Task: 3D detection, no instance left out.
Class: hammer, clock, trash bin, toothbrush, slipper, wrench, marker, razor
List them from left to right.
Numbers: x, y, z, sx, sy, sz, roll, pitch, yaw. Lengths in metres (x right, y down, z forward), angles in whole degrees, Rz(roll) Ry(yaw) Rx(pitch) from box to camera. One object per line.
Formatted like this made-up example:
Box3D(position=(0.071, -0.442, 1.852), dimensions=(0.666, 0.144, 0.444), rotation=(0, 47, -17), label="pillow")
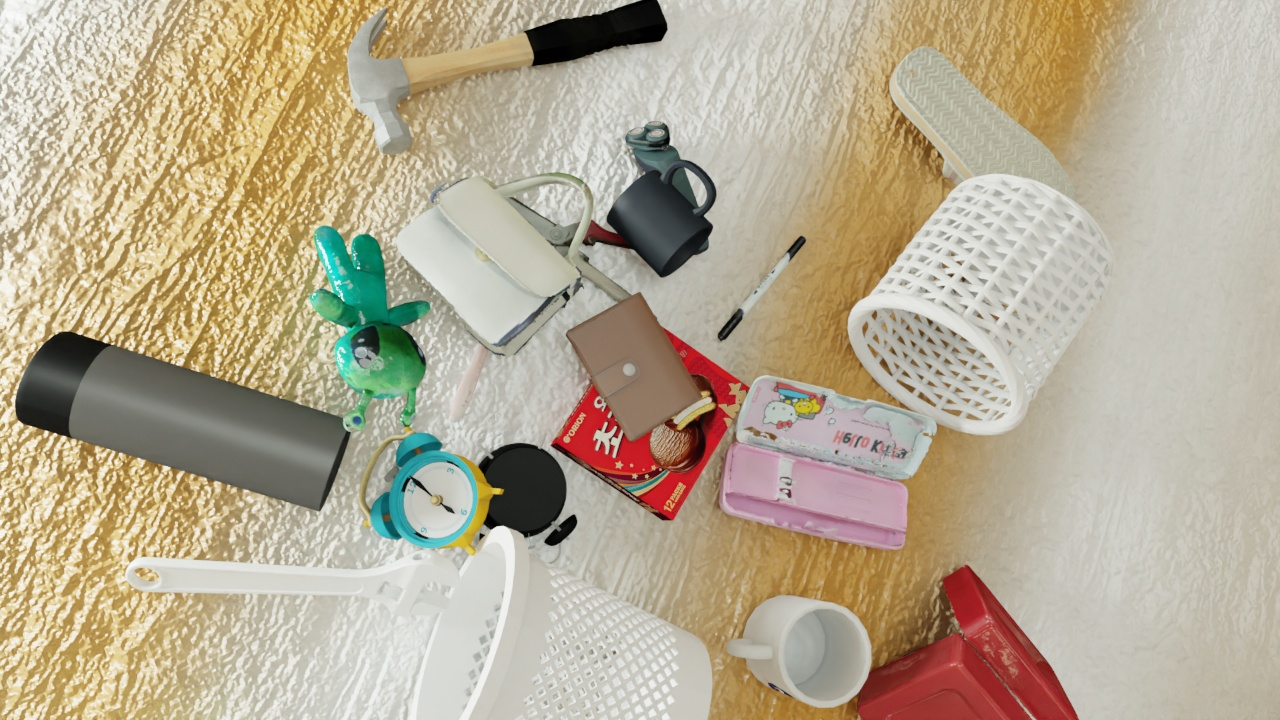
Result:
Box3D(position=(-0.292, 0.187, 0.779), dimensions=(0.273, 0.018, 0.066), rotation=(4, 120, -7), label="wrench")
Box3D(position=(-0.189, 0.118, 0.810), dimensions=(0.130, 0.043, 0.099), rotation=(21, 84, 18), label="clock")
Box3D(position=(-0.145, -0.025, 0.875), dimensions=(0.015, 0.018, 0.181), rotation=(22, 77, -7), label="toothbrush")
Box3D(position=(-0.127, -0.309, 0.918), dimensions=(0.327, 0.039, 0.131), rotation=(-19, 85, -17), label="hammer")
Box3D(position=(-0.107, 0.132, 0.844), dimensions=(0.091, 0.043, 0.120), rotation=(-8, 83, -16), label="clock")
Box3D(position=(-0.060, 0.266, 0.770), dimensions=(0.199, 0.196, 0.195), rotation=(25, 75, -19), label="trash bin")
Box3D(position=(0.032, -0.175, 0.936), dimensions=(0.047, 0.052, 0.143), rotation=(-27, 98, -20), label="razor")
Box3D(position=(0.127, -0.076, 0.958), dimensions=(0.011, 0.011, 0.152), rotation=(42, 73, -5), label="marker")
Box3D(position=(0.380, -0.242, 1.032), dimensions=(0.263, 0.052, 0.114), rotation=(41, 71, -9), label="slipper")

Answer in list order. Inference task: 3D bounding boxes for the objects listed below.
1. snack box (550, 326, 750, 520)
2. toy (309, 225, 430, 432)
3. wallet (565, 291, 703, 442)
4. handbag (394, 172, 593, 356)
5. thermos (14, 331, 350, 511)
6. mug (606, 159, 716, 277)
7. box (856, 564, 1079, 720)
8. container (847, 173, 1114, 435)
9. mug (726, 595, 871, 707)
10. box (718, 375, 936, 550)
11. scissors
Box3D(position=(0.011, 0.055, 0.892), dimensions=(0.132, 0.036, 0.151), rotation=(35, 74, -7), label="snack box")
Box3D(position=(-0.244, -0.029, 0.817), dimensions=(0.130, 0.073, 0.193), rotation=(5, 60, -54), label="toy")
Box3D(position=(-0.005, 0.005, 0.868), dimensions=(0.087, 0.013, 0.121), rotation=(-31, 89, -17), label="wallet")
Box3D(position=(-0.116, -0.112, 0.847), dimensions=(0.176, 0.074, 0.151), rotation=(-43, 84, -10), label="handbag")
Box3D(position=(-0.373, 0.052, 0.767), dimensions=(0.240, 0.082, 0.082), rotation=(19, 76, -11), label="thermos")
Box3D(position=(0.028, -0.143, 0.883), dimensions=(0.077, 0.105, 0.071), rotation=(46, 32, 9), label="mug")
Box3D(position=(0.316, 0.331, 0.902), dimensions=(0.170, 0.156, 0.156), rotation=(-39, 92, 10), label="box")
Box3D(position=(0.338, -0.055, 0.917), dimensions=(0.189, 0.190, 0.186), rotation=(43, 72, -4), label="container")
Box3D(position=(0.140, 0.270, 0.860), dimensions=(0.121, 0.090, 0.091), rotation=(5, 79, -14), label="mug")
Box3D(position=(0.184, 0.104, 0.918), dimensions=(0.201, 0.067, 0.153), rotation=(15, 87, -12), label="box")
Box3D(position=(-0.046, -0.107, 0.916), dimensions=(0.184, 0.015, 0.179), rotation=(-24, 87, -17), label="scissors")
